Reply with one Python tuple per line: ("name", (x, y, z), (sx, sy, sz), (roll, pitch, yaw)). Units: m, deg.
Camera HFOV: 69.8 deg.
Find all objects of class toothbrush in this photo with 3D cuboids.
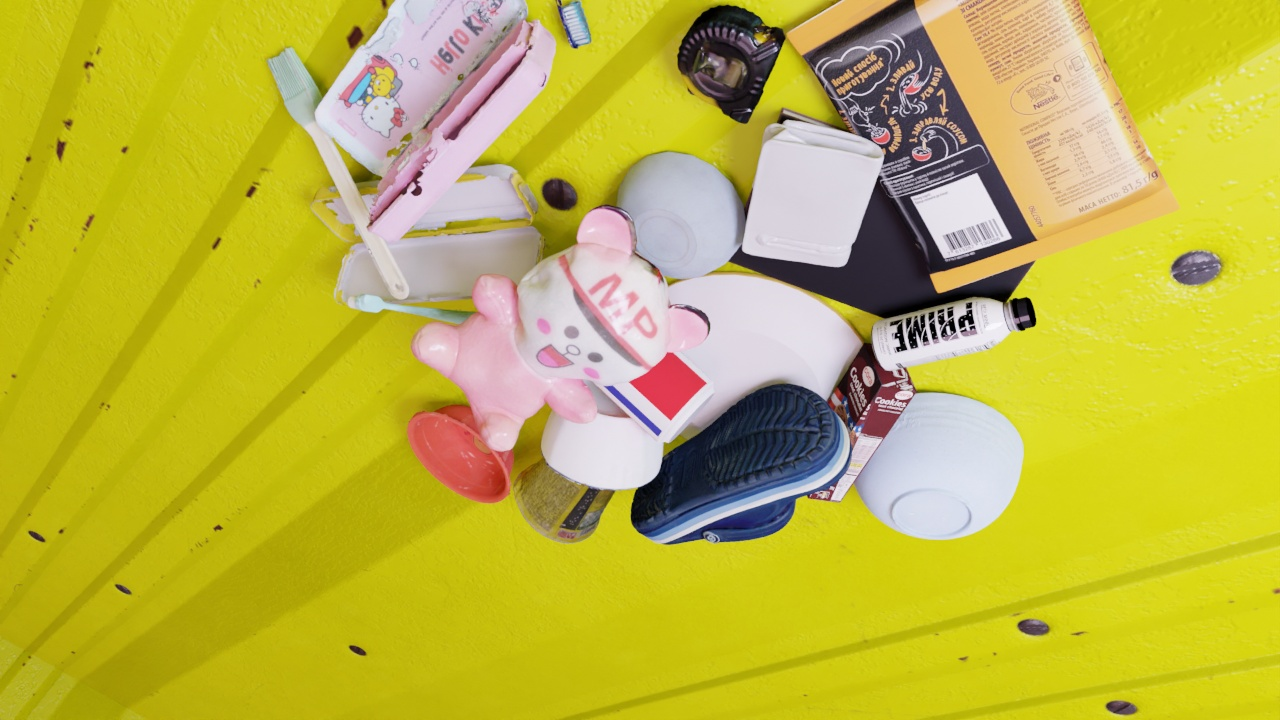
("toothbrush", (-0.179, -0.041, 0.798), (0.017, 0.016, 0.180), (2, 177, 33))
("toothbrush", (-0.068, -0.292, 0.591), (0.017, 0.016, 0.189), (-9, 129, 16))

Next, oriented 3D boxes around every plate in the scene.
("plate", (0.093, 0.018, 0.821), (0.230, 0.021, 0.230), (12, 135, 12))

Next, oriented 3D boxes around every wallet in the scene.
("wallet", (0.120, -0.117, 0.655), (0.086, 0.032, 0.116), (15, 145, 3))

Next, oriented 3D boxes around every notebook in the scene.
("notebook", (0.181, -0.092, 0.686), (0.209, 0.008, 0.142), (20, 136, 3))

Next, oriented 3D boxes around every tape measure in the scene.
("tape measure", (0.057, -0.200, 0.608), (0.062, 0.038, 0.067), (26, 143, 1))

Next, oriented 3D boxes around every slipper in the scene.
("slipper", (0.093, 0.105, 0.817), (0.095, 0.104, 0.254), (37, 138, -22))

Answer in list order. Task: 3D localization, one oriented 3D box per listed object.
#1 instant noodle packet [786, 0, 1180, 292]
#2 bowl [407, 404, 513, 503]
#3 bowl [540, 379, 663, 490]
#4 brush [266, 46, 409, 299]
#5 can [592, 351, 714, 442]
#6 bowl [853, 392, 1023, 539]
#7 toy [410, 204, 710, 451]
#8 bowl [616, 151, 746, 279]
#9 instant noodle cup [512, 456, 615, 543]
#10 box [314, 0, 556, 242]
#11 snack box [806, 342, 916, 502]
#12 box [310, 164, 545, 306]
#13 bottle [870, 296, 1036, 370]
("instant noodle packet", (0.217, -0.153, 0.586), (0.160, 0.032, 0.221), (-20, 117, 37))
("bowl", (-0.183, 0.091, 0.980), (0.130, 0.045, 0.131), (20, 138, 19))
("bowl", (-0.031, 0.060, 0.845), (0.116, 0.116, 0.066), (16, 116, 7))
("brush", (-0.246, -0.149, 0.759), (0.033, 0.012, 0.218), (-13, 108, 34))
("can", (-0.005, 0.005, 0.788), (0.132, 0.070, 0.070), (42, 137, 9))
("bowl", (0.253, 0.105, 0.796), (0.151, 0.074, 0.151), (10, 136, 9))
("toy", (-0.065, -0.022, 0.720), (0.214, 0.084, 0.142), (-30, 104, 22))
("bowl", (0.025, -0.104, 0.709), (0.106, 0.039, 0.106), (16, 135, 16))
("instant noodle cup", (-0.063, 0.117, 0.936), (0.102, 0.102, 0.108), (31, 127, -9))
("box", (-0.160, -0.191, 0.663), (0.103, 0.100, 0.202), (36, 127, -27))
("snack box", (0.179, 0.056, 0.779), (0.031, 0.051, 0.141), (9, 131, -15))
("box", (-0.187, -0.100, 0.777), (0.211, 0.080, 0.084), (-2, 150, 23))
("bottle", (0.236, -0.023, 0.693), (0.116, 0.041, 0.041), (-15, 125, 33))
